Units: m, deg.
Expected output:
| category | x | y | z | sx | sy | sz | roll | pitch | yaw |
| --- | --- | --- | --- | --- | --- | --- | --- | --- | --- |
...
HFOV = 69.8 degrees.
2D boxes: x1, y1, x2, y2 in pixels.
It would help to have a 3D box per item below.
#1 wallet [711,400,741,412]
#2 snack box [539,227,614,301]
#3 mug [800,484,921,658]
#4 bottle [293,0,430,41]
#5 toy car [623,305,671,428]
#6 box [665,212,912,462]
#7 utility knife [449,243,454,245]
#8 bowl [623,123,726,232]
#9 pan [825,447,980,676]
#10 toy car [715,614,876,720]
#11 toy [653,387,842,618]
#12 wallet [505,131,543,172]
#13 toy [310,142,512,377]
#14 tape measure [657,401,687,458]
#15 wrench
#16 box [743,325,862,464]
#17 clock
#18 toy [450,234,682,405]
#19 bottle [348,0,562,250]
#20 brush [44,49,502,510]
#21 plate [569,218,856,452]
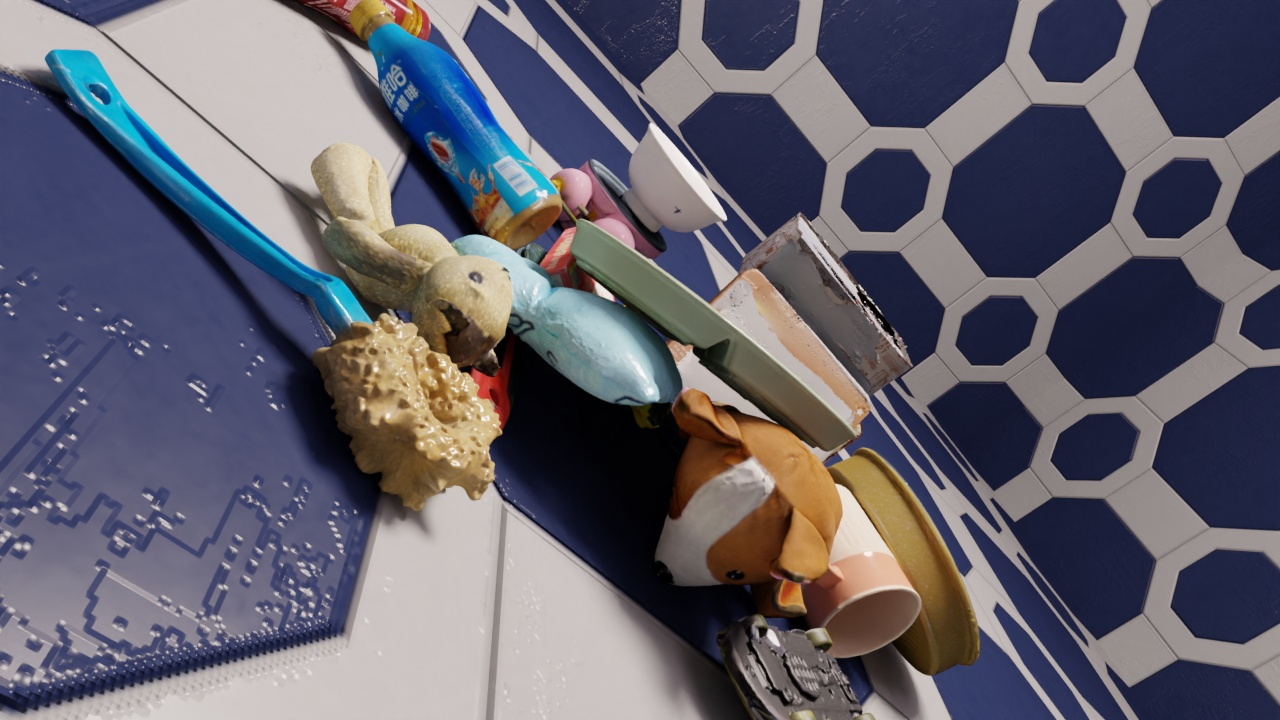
| category | x | y | z | sx | sy | sz | roll | pitch | yaw |
| --- | --- | --- | --- | --- | --- | --- | --- | --- | --- |
| wallet | 0.086 | 0.070 | 0.745 | 0.090 | 0.033 | 0.115 | 49 | -4 | -2 |
| snack box | -0.045 | -0.050 | 0.685 | 0.152 | 0.025 | 0.075 | -79 | 155 | -70 |
| mug | 0.141 | 0.150 | 0.689 | 0.114 | 0.082 | 0.105 | 41 | 17 | -41 |
| bottle | -0.230 | -0.291 | 0.717 | 0.057 | 0.057 | 0.174 | 55 | 16 | 16 |
| toy car | -0.004 | 0.004 | 0.698 | 0.048 | 0.032 | 0.105 | 54 | 19 | -53 |
| box | 0.151 | -0.019 | 0.871 | 0.179 | 0.135 | 0.269 | 49 | 48 | -6 |
| utility knife | -0.104 | -0.066 | 0.625 | 0.031 | 0.021 | 0.204 | 56 | 18 | 4 |
| bowl | 0.023 | -0.164 | 0.894 | 0.118 | 0.065 | 0.118 | 48 | 15 | -18 |
| pan | 0.226 | 0.163 | 0.866 | 0.357 | 0.078 | 0.197 | -163 | -130 | -84 |
| toy car | 0.088 | 0.188 | 0.530 | 0.158 | 0.042 | 0.070 | 34 | 23 | -49 |
| toy | 0.062 | 0.090 | 0.556 | 0.140 | 0.130 | 0.200 | 50 | -5 | 14 |
| wallet | -0.121 | -0.176 | 0.798 | 0.106 | 0.037 | 0.129 | 43 | 17 | -27 |
| toy | -0.120 | -0.056 | 0.474 | 0.157 | 0.066 | 0.105 | 48 | -6 | 29 |
| tape measure | 0.038 | 0.058 | 0.723 | 0.054 | 0.025 | 0.058 | 36 | 20 | -45 |
| wrench | -0.078 | -0.025 | 0.596 | 0.056 | 0.016 | 0.273 | 61 | 13 | -18 |
| box | 0.161 | 0.034 | 0.997 | 0.168 | 0.091 | 0.076 | 49 | 13 | -6 |
| clock | -0.038 | -0.136 | 0.895 | 0.117 | 0.060 | 0.158 | 54 | 14 | 7 |
| toy | -0.039 | -0.020 | 0.538 | 0.156 | 0.050 | 0.161 | 23 | 16 | -21 |
| bottle | -0.146 | -0.182 | 0.691 | 0.218 | 0.065 | 0.065 | 52 | 16 | 8 |
| brush | -0.154 | -0.035 | 0.394 | 0.254 | 0.046 | 0.083 | 45 | 20 | -4 |
| plate | 0.043 | -0.013 | 0.604 | 0.230 | 0.027 | 0.230 | 38 | 0 | -1 |
